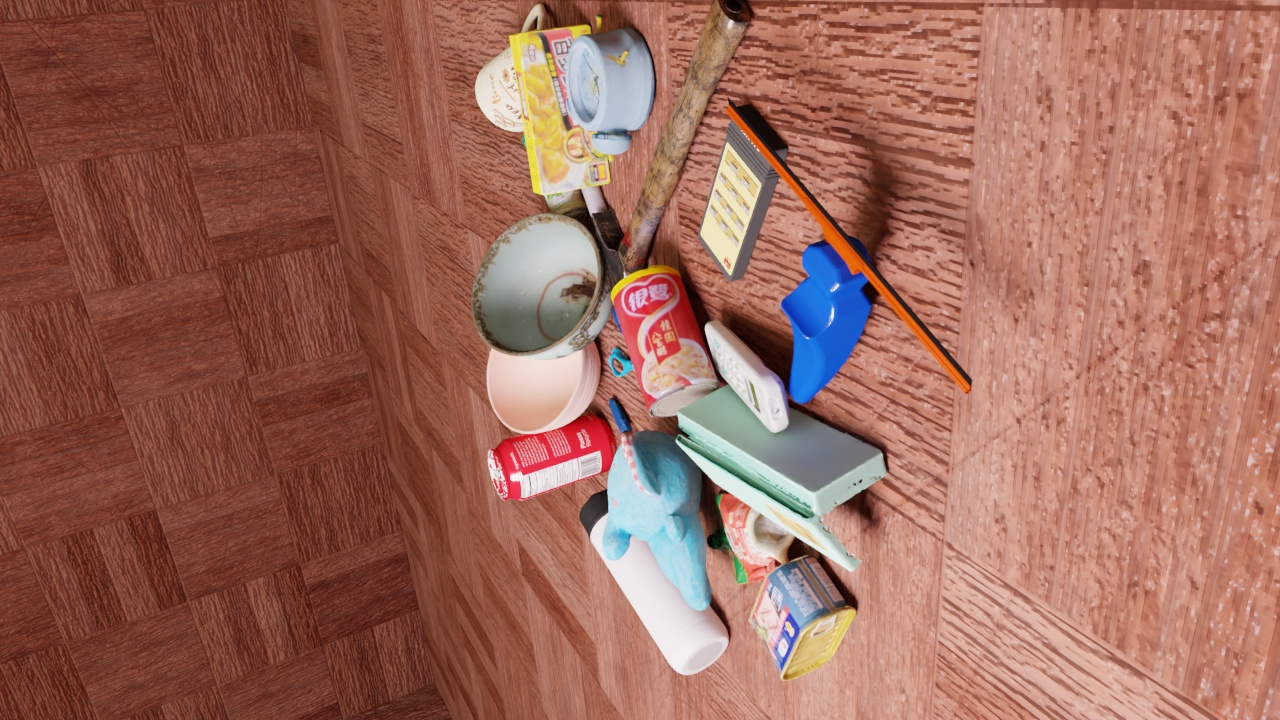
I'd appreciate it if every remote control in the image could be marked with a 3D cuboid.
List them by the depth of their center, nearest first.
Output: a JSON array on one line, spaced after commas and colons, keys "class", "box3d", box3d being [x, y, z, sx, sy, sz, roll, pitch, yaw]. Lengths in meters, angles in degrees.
[{"class": "remote control", "box3d": [0.076, -0.126, 0.709, 0.058, 0.013, 0.134, 58, 152, 31]}, {"class": "remote control", "box3d": [0.085, 0.009, 0.730, 0.133, 0.022, 0.050, -125, 16, -62]}]

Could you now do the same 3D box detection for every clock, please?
[{"class": "clock", "box3d": [-0.032, -0.238, 0.823, 0.088, 0.051, 0.125, 59, 149, 31]}]

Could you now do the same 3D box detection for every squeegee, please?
[{"class": "squeegee", "box3d": [0.123, -0.031, 0.610, 0.249, 0.055, 0.185, 58, 160, 31]}]

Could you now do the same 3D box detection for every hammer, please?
[{"class": "hammer", "box3d": [0.020, -0.174, 0.781, 0.120, 0.033, 0.331, 65, 154, 22]}]

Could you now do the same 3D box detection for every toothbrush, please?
[{"class": "toothbrush", "box3d": [-0.053, -0.182, 0.947, 0.188, 0.018, 0.019, 71, 158, 6]}, {"class": "toothbrush", "box3d": [-0.007, 0.090, 1.023, 0.132, 0.016, 0.021, 55, 152, 35]}]

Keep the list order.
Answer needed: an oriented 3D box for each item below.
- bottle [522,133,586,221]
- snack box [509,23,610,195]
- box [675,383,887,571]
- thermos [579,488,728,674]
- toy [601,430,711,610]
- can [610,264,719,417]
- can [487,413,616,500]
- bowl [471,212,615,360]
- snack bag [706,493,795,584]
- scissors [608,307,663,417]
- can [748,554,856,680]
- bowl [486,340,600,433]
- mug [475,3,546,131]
[{"class": "bottle", "box3d": [-0.092, -0.200, 0.995, 0.110, 0.042, 0.043, 69, 156, 9]}, {"class": "snack box", "box3d": [-0.077, -0.243, 0.891, 0.025, 0.075, 0.152, 31, 132, 60]}, {"class": "box", "box3d": [0.106, 0.093, 0.716, 0.188, 0.077, 0.091, 27, 137, 57]}, {"class": "thermos", "box3d": [0.013, 0.239, 1.016, 0.230, 0.068, 0.101, 50, 179, 37]}, {"class": "toy", "box3d": [0.016, 0.156, 0.884, 0.183, 0.115, 0.180, 65, -173, -63]}, {"class": "can", "box3d": [0.021, -0.017, 0.813, 0.067, 0.066, 0.124, 118, 139, -58]}, {"class": "can", "box3d": [-0.104, 0.115, 1.093, 0.074, 0.142, 0.074, 45, 143, 48]}, {"class": "bowl", "box3d": [-0.089, -0.067, 0.980, 0.094, 0.160, 0.159, 31, -156, -57]}, {"class": "snack bag", "box3d": [0.091, 0.160, 0.833, 0.155, 0.044, 0.087, 134, 123, -68]}, {"class": "scissors", "box3d": [-0.004, -0.004, 0.960, 0.130, 0.014, 0.117, 37, 136, 53]}, {"class": "can", "box3d": [0.131, 0.211, 0.755, 0.059, 0.053, 0.100, 58, 151, 37]}, {"class": "bowl", "box3d": [-0.102, 0.014, 1.080, 0.153, 0.076, 0.153, -7, 78, 36]}, {"class": "mug", "box3d": [-0.114, -0.314, 0.957, 0.097, 0.081, 0.121, -17, 63, 59]}]
